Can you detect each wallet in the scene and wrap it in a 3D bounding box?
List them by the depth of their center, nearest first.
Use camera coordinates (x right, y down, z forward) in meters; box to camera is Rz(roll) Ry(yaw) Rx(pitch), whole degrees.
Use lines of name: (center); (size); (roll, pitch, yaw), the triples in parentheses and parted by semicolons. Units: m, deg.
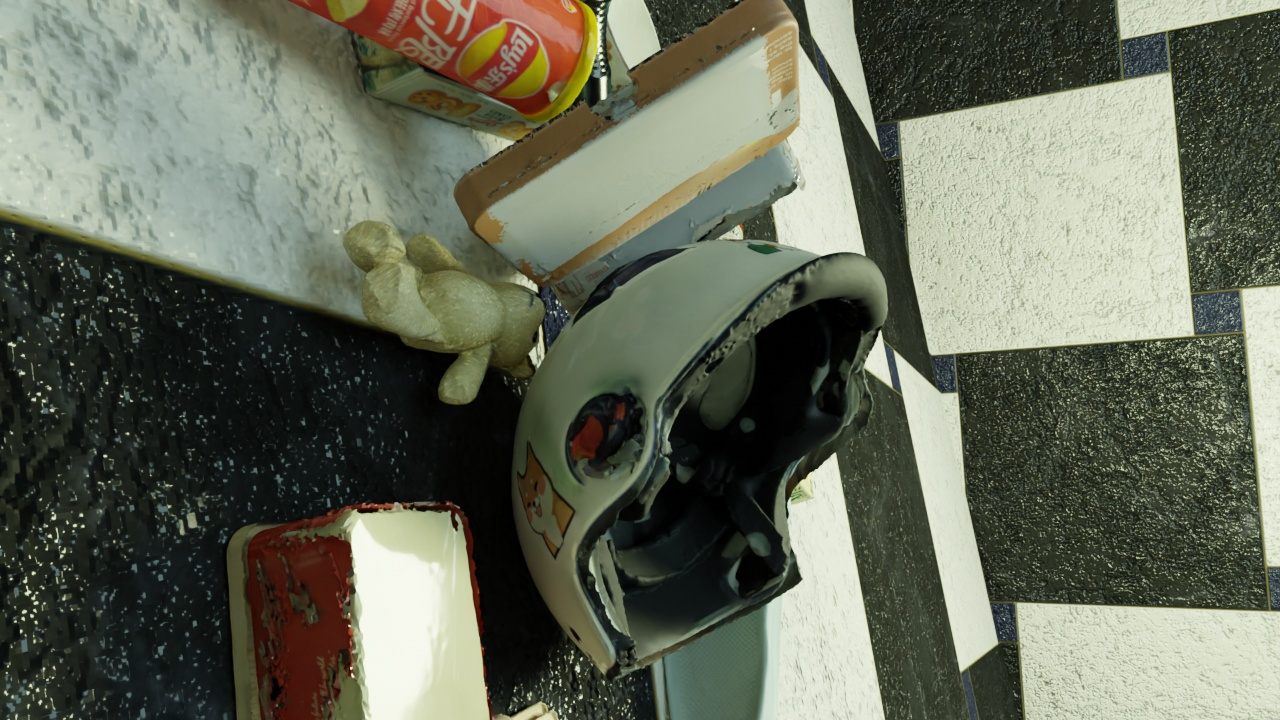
wallet: (-0.067, 0.229, 0.471); (0.115, 0.024, 0.087); (3, 66, -64)

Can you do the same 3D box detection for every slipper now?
slipper: (0.053, 0.171, 0.679); (0.074, 0.104, 0.245); (32, 55, -54)

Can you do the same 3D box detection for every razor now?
razor: (-0.049, -0.239, 0.713); (0.062, 0.068, 0.168); (-35, 129, -46)

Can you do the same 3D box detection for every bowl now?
bowl: (-0.032, -0.273, 0.782); (0.113, 0.062, 0.113); (44, 39, -52)

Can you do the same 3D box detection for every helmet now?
helmet: (0.017, 0.040, 0.545); (0.229, 0.157, 0.274); (-10, 123, -48)

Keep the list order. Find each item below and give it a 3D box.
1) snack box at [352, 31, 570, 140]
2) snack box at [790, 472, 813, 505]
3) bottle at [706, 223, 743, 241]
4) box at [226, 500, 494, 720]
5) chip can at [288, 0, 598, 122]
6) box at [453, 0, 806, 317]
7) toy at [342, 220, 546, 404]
snack box: (-0.122, -0.245, 0.592); (0.177, 0.046, 0.182); (-8, 84, -65)
snack box: (0.128, 0.024, 0.959); (0.114, 0.063, 0.239); (49, 36, -44)
bottle: (0.077, -0.144, 0.947); (0.060, 0.060, 0.205); (41, 41, -51)
box: (-0.104, 0.144, 0.374); (0.091, 0.080, 0.168); (15, 63, -63)
chip can: (-0.124, -0.191, 0.453); (0.216, 0.073, 0.073); (16, 60, -40)
box: (0.002, -0.110, 0.539); (0.126, 0.179, 0.273); (58, 3, -9)
toy: (-0.102, -0.031, 0.492); (0.105, 0.066, 0.157); (65, 13, 19)
